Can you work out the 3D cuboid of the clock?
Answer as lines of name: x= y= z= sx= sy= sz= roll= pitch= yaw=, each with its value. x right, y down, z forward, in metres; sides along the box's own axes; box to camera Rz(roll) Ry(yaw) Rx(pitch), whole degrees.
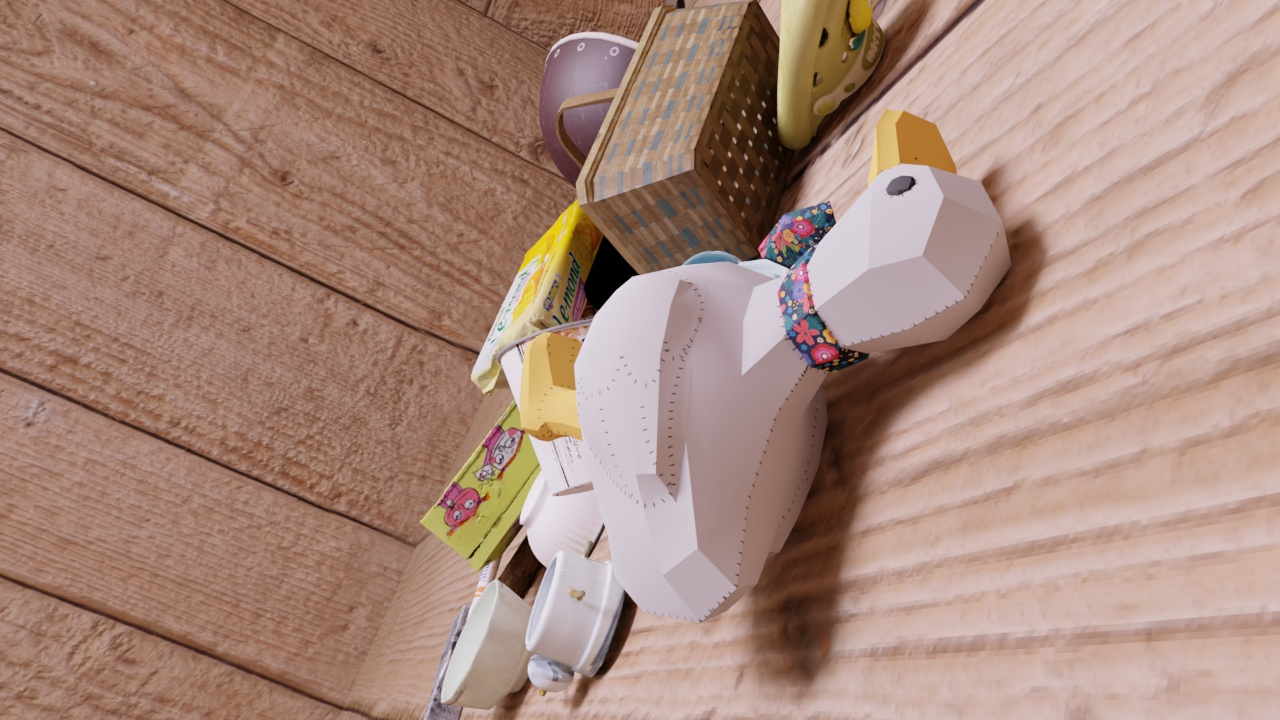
clock: x=-0.051 y=0.193 z=0.672 sx=0.083 sy=0.057 sz=0.118 roll=-85 pitch=17 yaw=-60

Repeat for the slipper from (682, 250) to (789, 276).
slipper: x=0.051 y=-0.034 z=0.672 sx=0.104 sy=0.074 sz=0.246 roll=-64 pitch=13 yaw=-8

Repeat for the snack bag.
snack bag: x=-0.113 y=-0.080 z=1.118 sx=0.160 sy=0.068 sz=0.246 roll=-38 pitch=27 yaw=49

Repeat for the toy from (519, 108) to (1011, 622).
toy: x=0.051 y=0.009 z=0.452 sx=0.268 sy=0.141 sz=0.246 roll=-21 pitch=42 yaw=48

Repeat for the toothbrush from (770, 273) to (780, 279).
toothbrush: x=0.060 y=0.022 z=0.577 sx=0.016 sy=0.016 sz=0.181 roll=-79 pitch=6 yaw=-53

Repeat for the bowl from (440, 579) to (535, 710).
bowl: x=-0.131 y=0.267 z=0.844 sx=0.118 sy=0.061 sz=0.117 roll=-59 pitch=13 yaw=22

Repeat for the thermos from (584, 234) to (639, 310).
thermos: x=0.001 y=-0.149 z=1.101 sx=0.086 sy=0.086 sz=0.198 roll=-49 pitch=19 yaw=51

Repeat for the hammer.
hammer: x=-0.152 y=0.276 z=0.980 sx=0.301 sy=0.037 sz=0.217 roll=-57 pitch=13 yaw=26

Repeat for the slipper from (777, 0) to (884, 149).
slipper: x=0.145 y=-0.236 z=0.703 sx=0.191 sy=0.081 sz=0.091 roll=83 pitch=-166 yaw=-62

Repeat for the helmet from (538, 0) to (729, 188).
helmet: x=0.014 y=-0.287 z=0.994 sx=0.234 sy=0.234 sz=0.253 roll=10 pitch=58 yaw=50

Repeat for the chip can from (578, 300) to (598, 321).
chip can: x=-0.043 y=-0.078 z=1.166 sx=0.075 sy=0.075 sz=0.214 roll=-50 pitch=18 yaw=50

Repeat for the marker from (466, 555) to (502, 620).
marker: x=-0.167 y=0.244 z=0.985 sx=0.017 sy=0.017 sz=0.145 roll=-56 pitch=14 yaw=34

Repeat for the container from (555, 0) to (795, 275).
container: x=0.024 y=-0.187 z=0.816 sx=0.187 sy=0.157 sz=0.249 roll=-7 pitch=51 yaw=39

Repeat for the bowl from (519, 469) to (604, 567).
bowl: x=-0.074 y=0.139 z=0.869 sx=0.118 sy=0.062 sz=0.118 roll=-59 pitch=13 yaw=21

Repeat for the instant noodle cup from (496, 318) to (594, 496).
instant noodle cup: x=-0.045 y=0.042 z=0.756 sx=0.124 sy=0.123 sz=0.121 roll=141 pitch=117 yaw=-64

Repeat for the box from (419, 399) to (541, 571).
box: x=-0.121 y=0.103 z=0.962 sx=0.221 sy=0.082 sz=0.124 roll=-51 pitch=-6 yaw=-3
